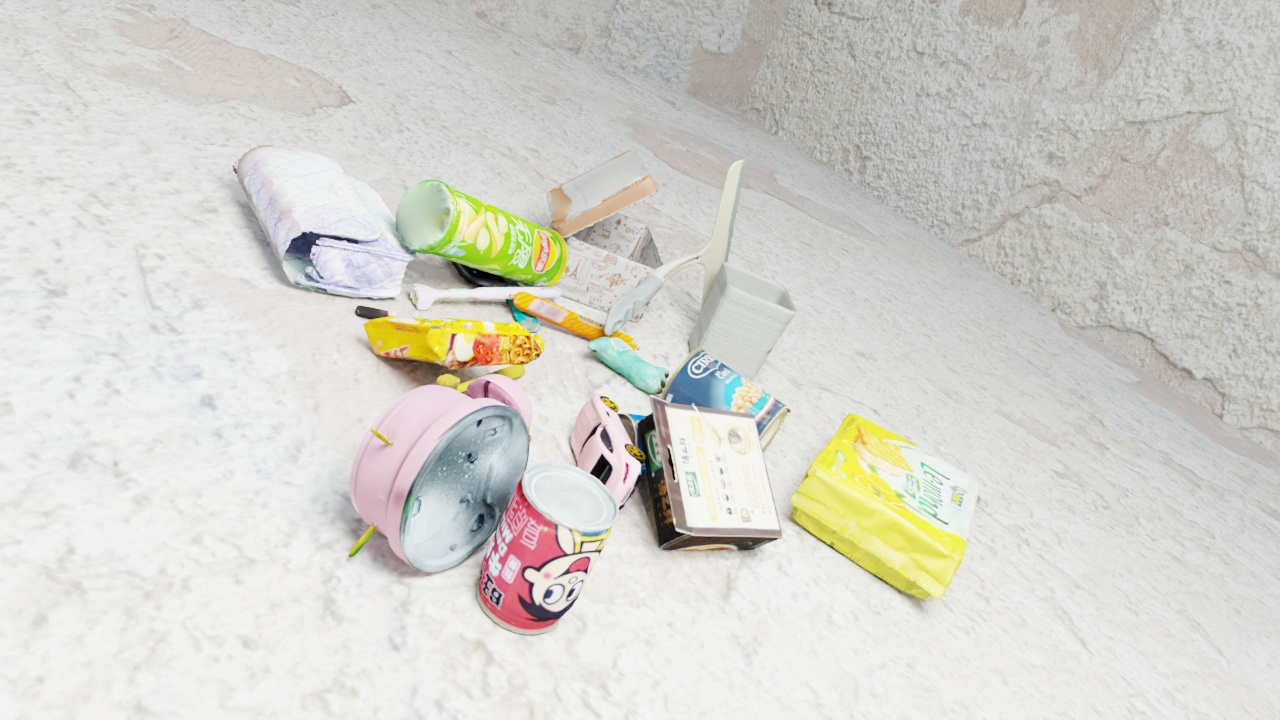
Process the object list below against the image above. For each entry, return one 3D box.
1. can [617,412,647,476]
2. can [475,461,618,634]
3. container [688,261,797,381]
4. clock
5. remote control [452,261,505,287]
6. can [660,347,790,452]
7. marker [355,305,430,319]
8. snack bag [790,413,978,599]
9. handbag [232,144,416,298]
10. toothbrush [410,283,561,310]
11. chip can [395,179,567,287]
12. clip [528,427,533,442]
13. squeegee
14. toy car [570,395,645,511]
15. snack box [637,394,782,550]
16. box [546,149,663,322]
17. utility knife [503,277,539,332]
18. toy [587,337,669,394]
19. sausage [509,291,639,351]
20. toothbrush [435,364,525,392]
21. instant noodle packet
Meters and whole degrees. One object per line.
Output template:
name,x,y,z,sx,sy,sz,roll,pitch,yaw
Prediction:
can,0.035,0.080,0.830,0.134,0.053,0.053,10,28,-35
can,-0.062,0.121,0.587,0.066,0.094,0.066,22,23,-10
container,0.117,-0.042,1.104,0.090,0.114,0.090,22,23,-11
clock,-0.121,0.069,0.613,0.060,0.117,0.158,25,21,26
remote control,-0.193,-0.114,1.045,0.053,0.024,0.136,12,28,-37
can,0.085,0.048,0.927,0.111,0.075,0.075,35,24,18
marker,-0.208,-0.033,0.871,0.123,0.015,0.018,14,24,-22
snack bag,0.245,0.137,0.914,0.158,0.068,0.245,32,23,15
handbag,-0.312,-0.141,0.909,0.134,0.076,0.194,7,29,-43
toothbrush,-0.157,-0.070,0.974,0.188,0.021,0.029,-5,76,-45
chip can,-0.159,-0.127,0.952,0.072,0.073,0.221,37,11,24
clip,-0.137,0.050,0.741,0.104,0.035,0.083,34,23,30
squeegee,0.024,-0.090,1.065,0.039,0.247,0.245,28,42,25
toy car,-0.033,0.075,0.769,0.037,0.056,0.122,21,22,-30
snack box,0.051,0.095,0.756,0.125,0.053,0.113,9,59,-36
box,-0.041,-0.181,1.153,0.152,0.178,0.182,20,24,-18
utility knife,-0.149,-0.086,1.046,0.029,0.013,0.207,14,26,-32
toy,-0.006,0.006,0.985,0.092,0.030,0.096,39,18,17
sausage,-0.070,-0.041,1.007,0.165,0.021,0.021,23,22,-26
toothbrush,-0.134,0.014,0.789,0.016,0.016,0.190,21,9,9
instant noodle packet,-0.164,-0.016,0.788,0.129,0.044,0.110,6,1,44
